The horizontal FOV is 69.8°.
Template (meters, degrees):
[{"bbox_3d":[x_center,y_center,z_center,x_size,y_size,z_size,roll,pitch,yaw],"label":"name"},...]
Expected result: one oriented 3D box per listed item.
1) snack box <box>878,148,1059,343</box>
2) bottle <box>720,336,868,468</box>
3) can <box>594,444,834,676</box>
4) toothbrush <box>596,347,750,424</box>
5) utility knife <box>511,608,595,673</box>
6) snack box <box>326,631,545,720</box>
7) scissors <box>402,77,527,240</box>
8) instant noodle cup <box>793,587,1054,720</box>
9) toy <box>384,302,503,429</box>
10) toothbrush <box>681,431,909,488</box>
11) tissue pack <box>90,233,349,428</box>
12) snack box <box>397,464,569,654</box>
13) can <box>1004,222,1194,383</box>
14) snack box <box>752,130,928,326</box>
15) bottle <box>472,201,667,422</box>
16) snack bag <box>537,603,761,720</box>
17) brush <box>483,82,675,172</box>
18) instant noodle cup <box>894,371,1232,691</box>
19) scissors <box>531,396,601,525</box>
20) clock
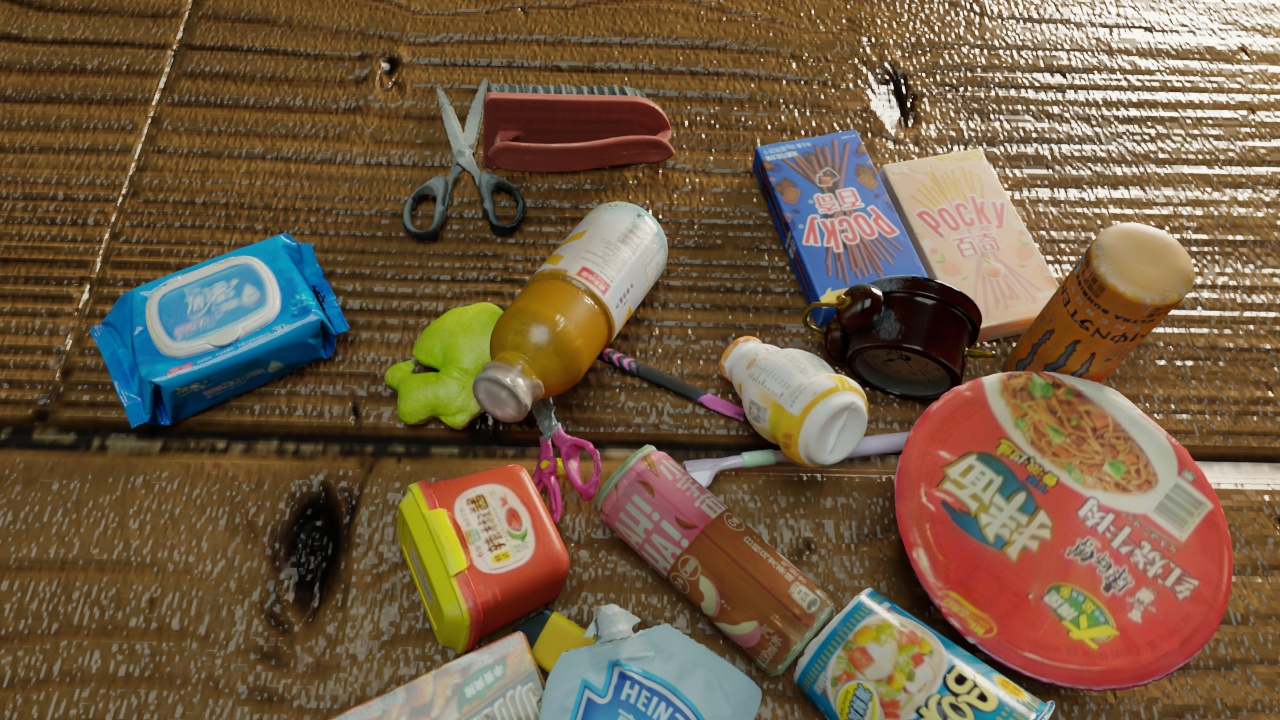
[{"bbox_3d":[0.244,-0.087,0.685,0.084,0.026,0.157,-12,62,-8],"label":"snack box"},{"bbox_3d":[0.094,0.021,0.590,0.063,0.063,0.108,-27,37,-16],"label":"bottle"},{"bbox_3d":[0.043,0.117,0.548,0.147,0.058,0.057,40,67,19],"label":"can"},{"bbox_3d":[-0.004,0.004,0.636,0.189,0.018,0.014,23,57,10],"label":"toothbrush"},{"bbox_3d":[0.010,0.200,0.526,0.193,0.015,0.033,28,84,14],"label":"utility knife"},{"bbox_3d":[-0.121,0.215,0.502,0.153,0.026,0.075,-22,74,-13],"label":"snack box"},{"bbox_3d":[-0.141,-0.158,0.726,0.159,0.014,0.170,35,64,18],"label":"scissors"},{"bbox_3d":[0.146,0.184,0.497,0.099,0.099,0.110,-40,61,-21],"label":"instant noodle cup"},{"bbox_3d":[-0.124,0.000,0.627,0.097,0.031,0.100,4,61,4],"label":"toy"},{"bbox_3d":[0.122,0.063,0.603,0.189,0.021,0.029,-7,29,-7],"label":"toothbrush"},{"bbox_3d":[-0.286,-0.023,0.624,0.157,0.052,0.095,-26,64,-15],"label":"tissue pack"},{"bbox_3d":[-0.092,0.113,0.541,0.080,0.082,0.091,-17,62,-26],"label":"snack box"},{"bbox_3d":[0.283,-0.022,0.580,0.058,0.146,0.058,0,61,-1],"label":"can"},{"bbox_3d":[0.149,-0.104,0.692,0.084,0.026,0.157,-12,62,-8],"label":"snack box"},{"bbox_3d":[-0.045,-0.034,0.603,0.068,0.068,0.189,24,47,12],"label":"bottle"},{"bbox_3d":[-0.023,0.227,0.479,0.110,0.039,0.190,31,72,7],"label":"snack bag"},{"bbox_3d":[-0.046,-0.173,0.703,0.145,0.063,0.069,-4,48,-14],"label":"brush"},{"bbox_3d":[0.244,0.104,0.556,0.194,0.066,0.193,0,61,0],"label":"instant noodle cup"},{"bbox_3d":[-0.054,0.039,0.593,0.017,0.077,0.137,20,48,-39],"label":"scissors"},{"bbox_3d":[0.169,-0.017,0.614,0.122,0.082,0.055,18,68,6],"label":"clock"}]
